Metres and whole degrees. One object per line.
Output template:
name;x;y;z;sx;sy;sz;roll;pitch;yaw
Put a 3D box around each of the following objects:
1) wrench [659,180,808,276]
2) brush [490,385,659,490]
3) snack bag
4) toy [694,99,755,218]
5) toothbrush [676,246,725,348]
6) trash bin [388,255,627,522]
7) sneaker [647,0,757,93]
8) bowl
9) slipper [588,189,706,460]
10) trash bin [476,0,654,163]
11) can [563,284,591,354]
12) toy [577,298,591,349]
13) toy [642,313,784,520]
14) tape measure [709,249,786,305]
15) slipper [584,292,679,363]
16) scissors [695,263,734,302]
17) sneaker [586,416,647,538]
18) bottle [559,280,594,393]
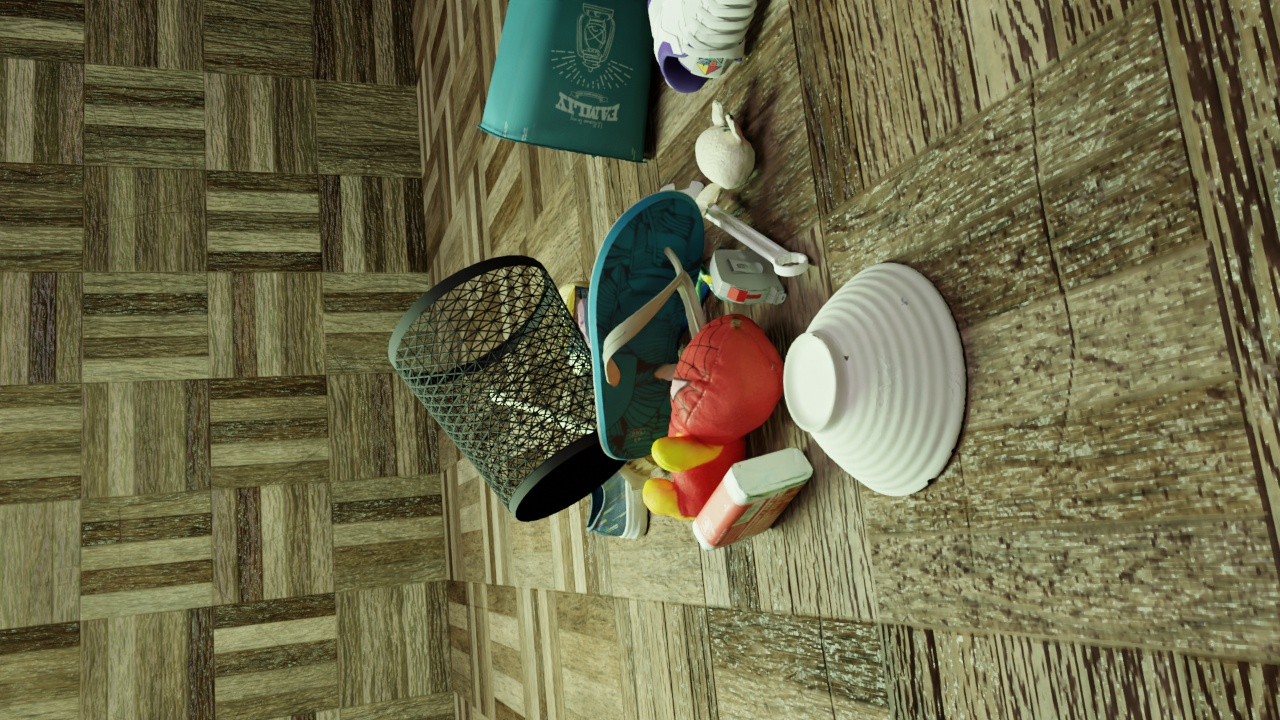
wrench;0.086;-0.135;0.899;0.273;0.047;0.009;-131;25;-56
brush;-0.088;0.084;1.172;0.272;0.062;0.077;23;89;29
snack bag;0.099;0.127;0.834;0.036;0.076;0.116;62;150;27
toy;0.080;-0.195;0.898;0.087;0.050;0.112;-132;40;-57
toothbrush;0.056;-0.060;1.017;0.190;0.017;0.016;117;140;-52
trash bin;-0.138;0.041;1.070;0.243;0.216;0.218;54;147;21
sneaker;0.069;-0.333;0.865;0.245;0.091;0.111;155;111;-72
bowl;0.156;0.015;0.686;0.177;0.070;0.177;178;90;-69
slipper;0.007;-0.019;0.905;0.060;0.118;0.295;-126;36;-57
trash bin;-0.083;-0.375;1.138;0.199;0.196;0.219;-137;55;-61
can;-0.073;-0.054;1.273;0.054;0.059;0.099;120;157;-55
toy;-0.021;-0.002;1.118;0.123;0.067;0.157;62;-174;-61
toy;0.071;0.052;0.869;0.147;0.099;0.217;-65;-7;-51
tape measure;0.097;-0.079;0.848;0.060;0.062;0.020;-107;25;-43
slipper;-0.006;0.006;1.035;0.059;0.103;0.213;-25;83;56
scissors;0.060;-0.092;0.939;0.131;0.011;0.126;29;141;36
sneaker;-0.041;0.118;1.205;0.088;0.079;0.235;161;106;-69
bottle;-0.081;-0.033;1.329;0.057;0.056;0.162;128;136;-60
